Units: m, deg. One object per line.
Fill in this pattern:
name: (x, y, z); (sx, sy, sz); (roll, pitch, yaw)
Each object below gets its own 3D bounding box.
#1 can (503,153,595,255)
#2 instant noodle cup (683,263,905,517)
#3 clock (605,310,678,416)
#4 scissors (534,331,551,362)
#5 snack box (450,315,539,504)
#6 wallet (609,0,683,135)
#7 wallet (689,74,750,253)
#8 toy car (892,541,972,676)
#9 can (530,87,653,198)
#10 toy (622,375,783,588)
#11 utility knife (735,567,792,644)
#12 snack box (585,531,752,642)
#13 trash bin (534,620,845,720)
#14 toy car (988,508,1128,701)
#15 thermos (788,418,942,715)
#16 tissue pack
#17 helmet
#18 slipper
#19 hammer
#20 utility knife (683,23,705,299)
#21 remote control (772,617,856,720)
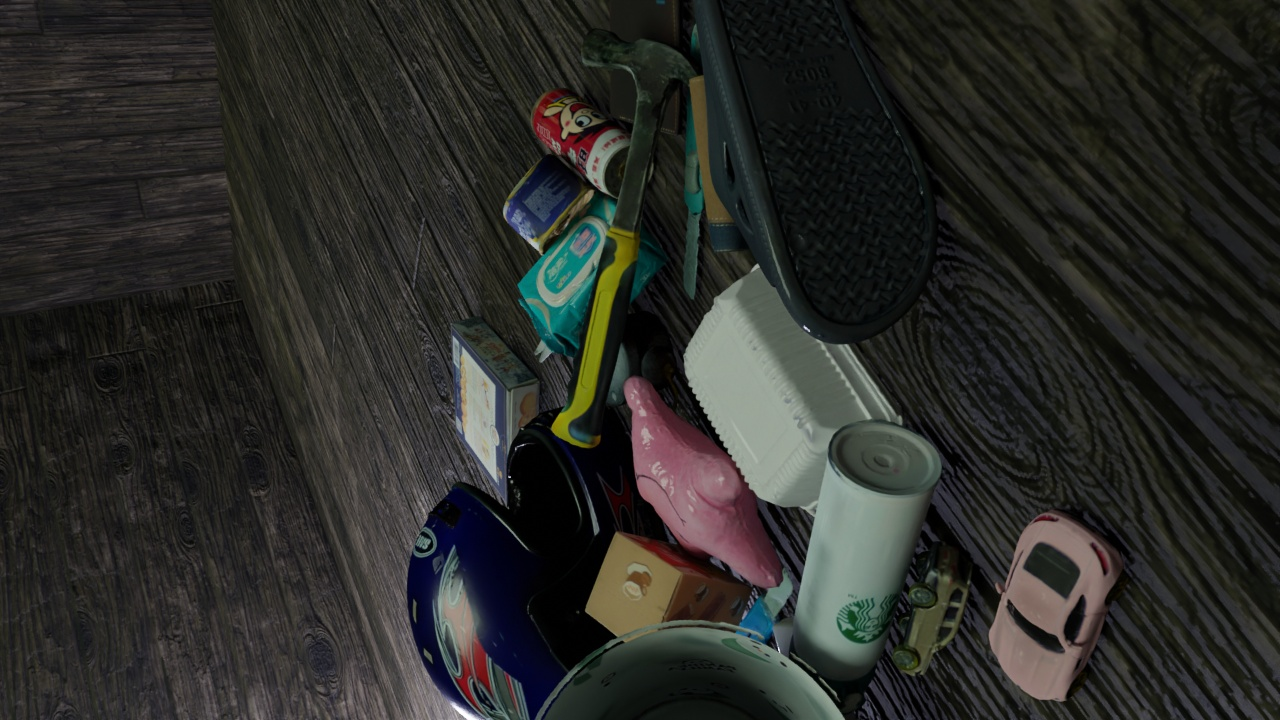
can: (-0.084, -0.140, 0.836); (0.049, 0.074, 0.148); (42, 177, -4)
instant noodle cup: (0.094, 0.023, 0.656); (0.173, 0.060, 0.138); (62, 148, 26)
clock: (-0.005, 0.005, 0.823); (0.122, 0.055, 0.082); (52, 142, 35)
scissors: (-0.071, -0.037, 0.952); (0.143, 0.021, 0.236); (54, 144, 33)
snack box: (-0.189, 0.063, 1.179); (0.182, 0.045, 0.178); (42, 137, 45)
wallet: (0.005, -0.248, 0.731); (0.096, 0.020, 0.122); (36, 134, 49)
wallet: (0.064, -0.132, 0.621); (0.033, 0.090, 0.115); (-7, 98, 27)
toy car: (0.183, 0.160, 0.578); (0.035, 0.042, 0.091); (17, 119, 18)
can: (-0.044, -0.191, 0.803); (0.132, 0.053, 0.053); (46, 140, 42)
toy: (0.050, 0.116, 0.756); (0.194, 0.074, 0.179); (44, 158, 42)
utility knife: (0.096, 0.236, 0.791); (0.034, 0.018, 0.195); (55, 144, 33)
snack box: (0.025, 0.206, 0.791); (0.093, 0.094, 0.077); (21, 89, 50)
trash bin: (0.041, 0.331, 0.675); (0.229, 0.229, 0.252); (61, 171, 25)
toy car: (0.224, 0.138, 0.504); (0.056, 0.037, 0.122); (41, 137, 48)
thermos: (0.141, 0.147, 0.607); (0.073, 0.073, 0.225); (45, 144, 42)
tissue pack: (-0.047, -0.074, 0.800); (0.133, 0.050, 0.093); (-50, 43, 9)
helmet: (-0.111, 0.216, 0.915); (0.248, 0.239, 0.315); (-10, 92, 61)
slipper: (0.094, -0.134, 0.556); (0.083, 0.110, 0.268); (124, 132, -72)
hammer: (-0.015, -0.081, 0.717); (0.126, 0.031, 0.324); (21, 110, 23)
utility knife: (0.043, -0.152, 0.710); (0.029, 0.013, 0.223); (34, 131, 49)
remote control: (0.144, 0.277, 0.721); (0.058, 0.021, 0.150); (-23, 82, 61)
